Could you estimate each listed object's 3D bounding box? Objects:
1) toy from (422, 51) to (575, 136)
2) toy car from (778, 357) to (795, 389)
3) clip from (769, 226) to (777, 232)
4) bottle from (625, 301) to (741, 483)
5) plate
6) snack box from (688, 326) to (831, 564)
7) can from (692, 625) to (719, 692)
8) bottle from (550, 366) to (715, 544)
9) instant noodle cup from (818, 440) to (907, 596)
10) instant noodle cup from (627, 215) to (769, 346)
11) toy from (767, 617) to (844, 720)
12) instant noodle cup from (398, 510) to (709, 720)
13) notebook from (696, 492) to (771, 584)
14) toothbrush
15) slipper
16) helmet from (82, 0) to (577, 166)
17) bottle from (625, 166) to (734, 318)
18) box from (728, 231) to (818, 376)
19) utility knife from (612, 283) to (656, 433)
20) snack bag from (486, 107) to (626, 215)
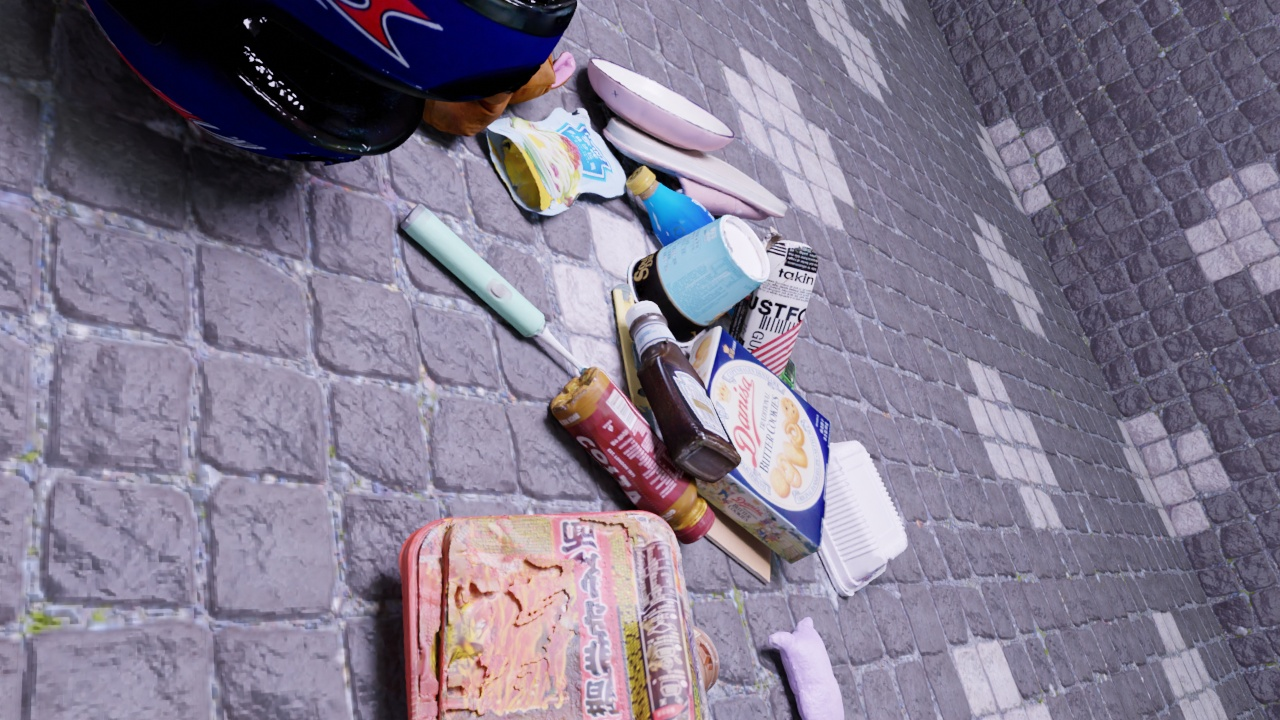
[{"bbox_3d":[-0.140,-0.289,0.860,0.140,0.131,0.199,35,28,3],"label":"toy"},{"bbox_3d":[0.158,0.029,1.071,0.043,0.036,0.091,44,40,-24],"label":"toy car"},{"bbox_3d":[0.185,-0.132,1.200,0.034,0.082,0.104,25,58,-40],"label":"clip"},{"bbox_3d":[0.029,0.020,0.836,0.080,0.044,0.194,33,24,-43],"label":"bottle"},{"bbox_3d":[0.019,-0.296,1.084,0.192,0.039,0.192,25,22,-11],"label":"plate"},{"bbox_3d":[0.116,0.083,0.935,0.182,0.046,0.177,39,39,-19],"label":"snack box"},{"bbox_3d":[0.008,0.243,0.689,0.116,0.059,0.058,-10,73,-54],"label":"can"},{"bbox_3d":[-0.002,0.086,0.797,0.175,0.058,0.057,50,35,-14],"label":"bottle"},{"bbox_3d":[0.242,0.168,1.052,0.137,0.060,0.173,-9,73,-55],"label":"instant noodle cup"},{"bbox_3d":[0.067,-0.089,0.963,0.111,0.121,0.111,32,43,-35],"label":"instant noodle cup"},{"bbox_3d":[0.159,0.300,0.860,0.083,0.039,0.108,4,65,-51],"label":"toy"},{"bbox_3d":[-0.060,0.185,0.592,0.188,0.079,0.164,2,60,-20],"label":"instant noodle cup"},{"bbox_3d":[0.092,0.107,0.948,0.148,0.008,0.207,41,38,-25],"label":"notebook"},{"bbox_3d":[-0.113,-0.049,0.785,0.224,0.027,0.026,43,76,-23],"label":"toothbrush"},{"bbox_3d":[0.067,-0.216,1.099,0.274,0.054,0.114,15,26,-37],"label":"slipper"},{"bbox_3d":[-0.219,-0.248,0.597,0.315,0.241,0.246,46,33,0],"label":"helmet"},{"bbox_3d":[0.067,-0.134,1.048,0.218,0.065,0.065,44,37,-22],"label":"bottle"},{"bbox_3d":[0.132,-0.061,1.014,0.076,0.163,0.087,7,21,-19],"label":"box"},{"bbox_3d":[-0.005,0.005,0.900,0.031,0.021,0.198,15,58,-39],"label":"utility knife"},{"bbox_3d":[-0.078,-0.207,0.944,0.110,0.039,0.190,53,32,1],"label":"snack bag"}]
